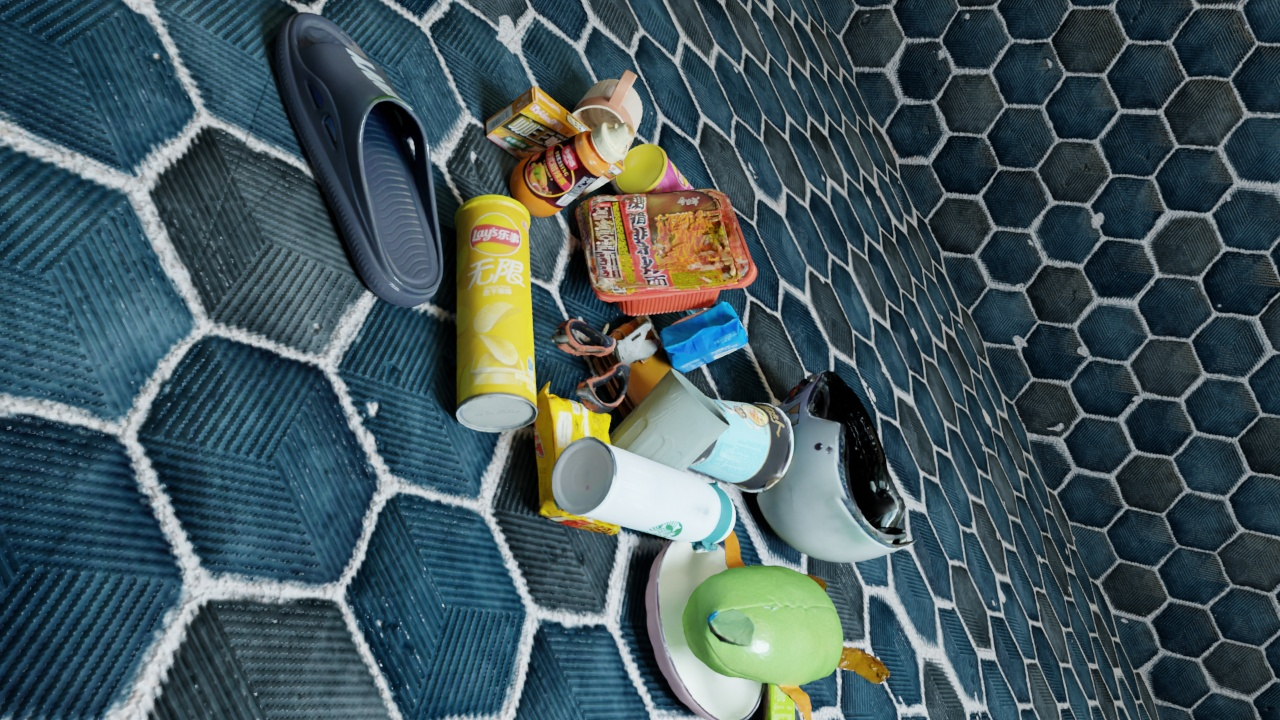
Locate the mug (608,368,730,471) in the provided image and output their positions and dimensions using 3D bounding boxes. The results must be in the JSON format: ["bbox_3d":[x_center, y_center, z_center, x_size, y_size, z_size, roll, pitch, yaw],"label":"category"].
[{"bbox_3d":[0.033,0.077,0.950,0.083,0.103,0.124,46,7,22],"label":"mug"}]

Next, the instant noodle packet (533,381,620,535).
[{"bbox_3d":[-0.061,0.093,0.860,0.110,0.044,0.128,31,47,-54],"label":"instant noodle packet"}]

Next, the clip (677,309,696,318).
[{"bbox_3d":[0.067,-0.055,1.210,0.054,0.013,0.032,44,35,-36],"label":"clip"}]

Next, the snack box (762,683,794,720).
[{"bbox_3d":[0.146,0.351,0.973,0.156,0.026,0.086,-81,173,-45],"label":"snack box"}]

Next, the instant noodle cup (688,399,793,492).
[{"bbox_3d":[0.099,0.092,1.066,0.120,0.111,0.111,17,54,-44],"label":"instant noodle cup"}]

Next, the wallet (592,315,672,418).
[{"bbox_3d":[-0.006,0.006,1.032,0.119,0.035,0.130,65,26,-7],"label":"wallet"}]

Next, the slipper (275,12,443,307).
[{"bbox_3d":[-0.217,-0.180,0.779,0.110,0.083,0.268,-10,79,-62],"label":"slipper"}]

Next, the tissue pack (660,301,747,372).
[{"bbox_3d":[0.074,-0.028,1.073,0.157,0.095,0.052,22,45,-81],"label":"tissue pack"}]

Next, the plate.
[{"bbox_3d":[0.061,0.270,0.928,0.192,0.039,0.192,37,40,-39],"label":"plate"}]

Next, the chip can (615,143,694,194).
[{"bbox_3d":[0.050,-0.198,1.204,0.210,0.072,0.071,36,40,-53],"label":"chip can"}]

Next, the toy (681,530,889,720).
[{"bbox_3d":[0.133,0.262,0.908,0.246,0.090,0.226,16,36,-41],"label":"toy"}]

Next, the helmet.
[{"bbox_3d":[0.227,0.148,1.172,0.230,0.157,0.273,54,19,-19],"label":"helmet"}]

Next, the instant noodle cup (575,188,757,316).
[{"bbox_3d":[0.026,-0.121,1.057,0.079,0.188,0.164,92,-11,-51],"label":"instant noodle cup"}]

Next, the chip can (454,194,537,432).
[{"bbox_3d":[-0.132,-0.045,0.824,0.072,0.072,0.213,30,45,-46],"label":"chip can"}]

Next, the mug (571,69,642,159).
[{"bbox_3d":[-0.038,-0.305,1.131,0.081,0.115,0.105,27,37,-8],"label":"mug"}]

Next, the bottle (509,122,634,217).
[{"bbox_3d":[-0.068,-0.207,0.967,0.066,0.150,0.066,37,40,-39],"label":"bottle"}]

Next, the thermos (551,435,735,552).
[{"bbox_3d":[0.014,0.131,0.850,0.224,0.073,0.073,28,46,-51],"label":"thermos"}]

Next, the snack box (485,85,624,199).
[{"bbox_3d":[-0.093,-0.240,1.027,0.153,0.075,0.026,29,45,-46],"label":"snack box"}]

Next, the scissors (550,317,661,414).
[{"bbox_3d":[-0.029,-0.014,0.951,0.206,0.015,0.201,37,33,-37],"label":"scissors"}]
